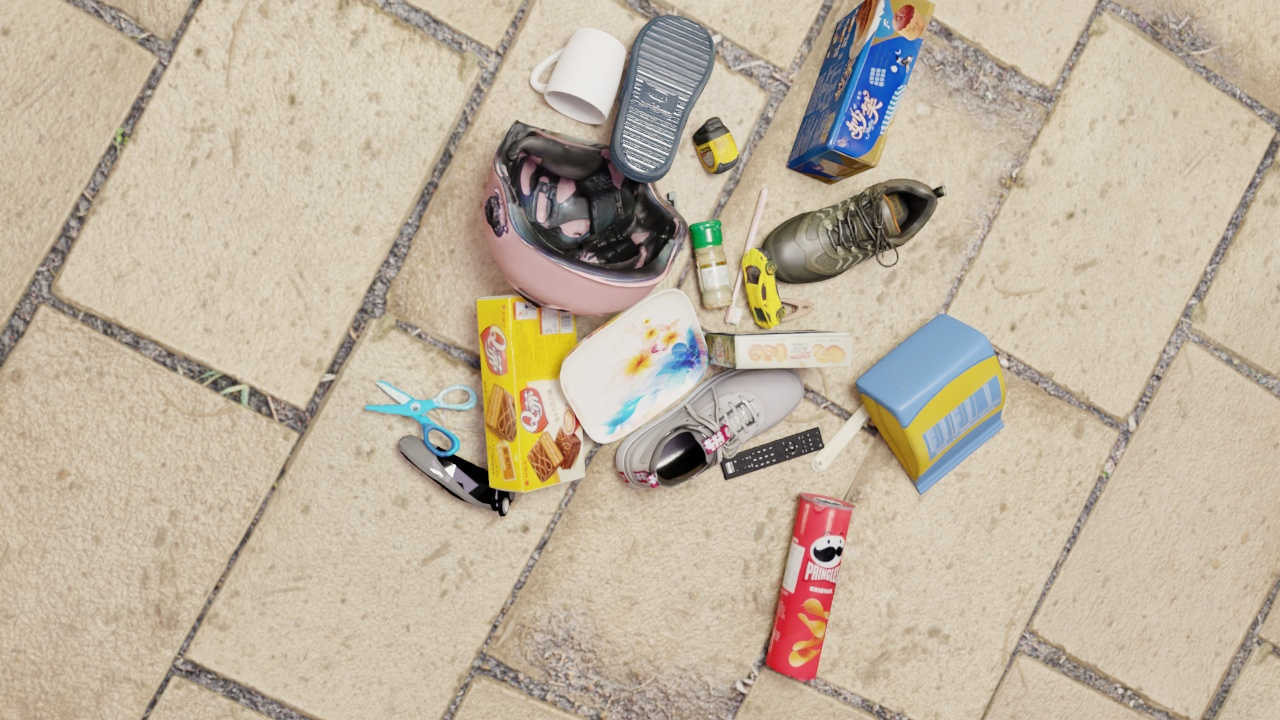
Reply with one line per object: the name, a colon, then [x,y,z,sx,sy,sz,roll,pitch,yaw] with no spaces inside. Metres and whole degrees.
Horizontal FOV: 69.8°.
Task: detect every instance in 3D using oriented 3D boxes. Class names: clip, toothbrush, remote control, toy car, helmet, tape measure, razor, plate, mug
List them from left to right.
razor: [-0.227,0.137,1.128,0.156,0.057,0.060,22,118,-2]
helmet: [-0.080,-0.145,1.054,0.229,0.153,0.255,2,49,-36]
mug: [-0.079,-0.350,1.115,0.114,0.081,0.087,18,83,21]
plate: [-0.007,0.007,1.117,0.187,0.016,0.187,-35,139,-9]
clip: [0.044,-0.178,1.166,0.049,0.023,0.078,-27,95,-6]
tape measure: [0.097,-0.267,1.147,0.037,0.066,0.064,-26,92,-11]
toothbrush: [0.141,-0.135,1.188,0.018,0.016,0.181,14,92,-17]
toy car: [0.153,-0.092,1.165,0.030,0.049,0.107,-23,110,-24]
remote control: [0.174,0.122,1.209,0.140,0.009,0.030,-17,96,-6]
clip: [0.197,-0.073,1.197,0.060,0.024,0.039,-20,99,-17]

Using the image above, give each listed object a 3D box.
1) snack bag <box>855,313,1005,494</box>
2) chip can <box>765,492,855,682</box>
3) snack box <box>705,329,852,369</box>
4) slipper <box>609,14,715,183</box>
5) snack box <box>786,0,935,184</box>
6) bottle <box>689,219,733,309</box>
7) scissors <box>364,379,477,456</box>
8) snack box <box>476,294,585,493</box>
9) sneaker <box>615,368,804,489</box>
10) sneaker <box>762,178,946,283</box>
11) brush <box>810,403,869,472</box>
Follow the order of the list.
snack bag: [0.394,0.067,1.201,0.159,0.102,0.205,-38,124,-5]
chip can: [0.220,0.294,1.198,0.073,0.073,0.233,11,92,-10]
snack box: [0.167,-0.015,1.133,0.144,0.145,0.042,-2,94,-9]
slipper: [0.015,-0.310,1.113,0.101,0.083,0.263,23,61,-11]
snack box: [0.265,-0.331,1.124,0.069,0.155,0.202,20,90,-9]
bottle: [0.091,-0.122,1.167,0.043,0.043,0.111,-11,96,-8]
scissors: [-0.271,0.070,1.118,0.140,0.013,0.114,3,66,-12]
snack box: [-0.131,0.036,1.104,0.109,0.062,0.230,-8,96,-50]
sneaker: [0.097,0.083,1.138,0.263,0.129,0.097,-28,99,-9]
sneaker: [0.277,-0.160,1.143,0.238,0.143,0.101,-25,97,-6]
brush: [0.304,0.066,1.229,0.033,0.012,0.217,42,88,-10]
